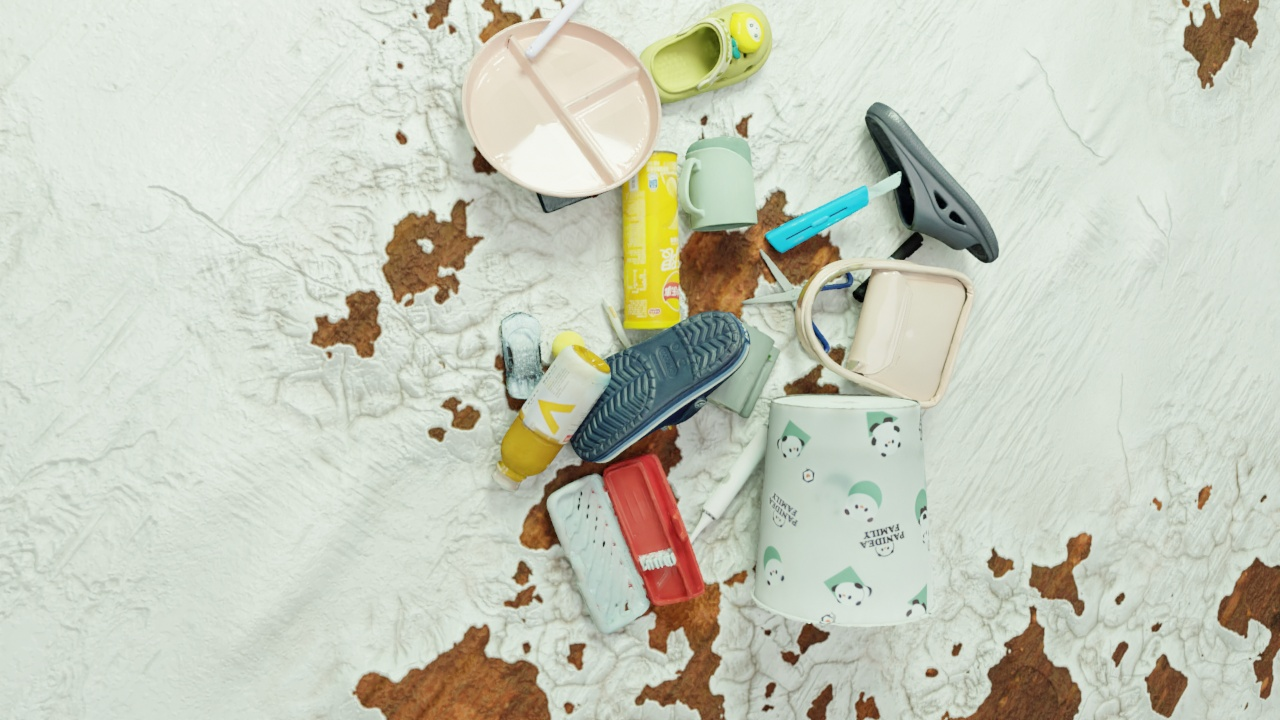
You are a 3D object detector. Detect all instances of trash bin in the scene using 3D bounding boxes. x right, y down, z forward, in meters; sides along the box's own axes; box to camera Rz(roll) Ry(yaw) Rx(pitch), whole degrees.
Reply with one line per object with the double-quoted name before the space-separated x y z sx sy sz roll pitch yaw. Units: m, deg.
"trash bin" 0.252 0.174 1.145 0.229 0.230 0.252 -2 94 -20

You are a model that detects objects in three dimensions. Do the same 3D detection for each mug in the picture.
"mug" 0.089 -0.216 1.127 0.111 0.082 0.106 -8 95 -42
"mug" 0.124 0.012 1.172 0.124 0.084 0.103 29 84 -45

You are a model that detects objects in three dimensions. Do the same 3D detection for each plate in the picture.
"plate" -0.090 -0.289 1.057 0.229 0.028 0.229 3 74 -12

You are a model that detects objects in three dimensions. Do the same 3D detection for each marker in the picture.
"marker" 0.343 -0.129 1.268 0.132 0.020 0.022 -43 126 -13

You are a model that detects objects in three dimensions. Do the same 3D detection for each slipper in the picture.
"slipper" 0.023 0.030 1.109 0.253 0.105 0.095 -36 148 12
"slipper" 0.374 -0.223 1.237 0.083 0.110 0.268 -40 101 8
"slipper" 0.088 -0.376 1.124 0.190 0.082 0.091 -28 105 -14

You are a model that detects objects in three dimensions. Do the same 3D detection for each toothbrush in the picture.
"toothbrush" -0.079 -0.418 1.071 0.188 0.029 0.021 -56 147 -19
"toothbrush" -0.007 0.007 1.151 0.018 0.016 0.191 -29 104 -7
"toothbrush" 0.107 0.177 1.200 0.026 0.027 0.221 39 81 -9

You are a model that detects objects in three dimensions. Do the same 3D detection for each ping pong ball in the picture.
"ping pong ball" -0.087 -0.015 1.106 0.040 0.040 0.040 -1 94 -20

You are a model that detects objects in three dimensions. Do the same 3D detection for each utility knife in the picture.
"utility knife" 0.254 -0.195 1.196 0.191 0.018 0.034 -28 110 6

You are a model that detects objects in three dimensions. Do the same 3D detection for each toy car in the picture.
"toy car" -0.139 -0.005 1.093 0.049 0.031 0.105 -9 96 -20

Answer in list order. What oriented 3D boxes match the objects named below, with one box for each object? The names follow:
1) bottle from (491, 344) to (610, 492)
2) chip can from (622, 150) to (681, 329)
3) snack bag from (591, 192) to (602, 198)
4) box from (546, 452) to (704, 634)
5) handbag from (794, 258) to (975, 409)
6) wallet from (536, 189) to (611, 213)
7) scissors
"bottle" -0.109 0.071 1.076 0.068 0.068 0.190 32 102 -19
"chip can" 0.012 -0.144 1.117 0.072 0.072 0.213 -3 95 -20
"snack bag" -0.068 -0.242 1.087 0.045 0.026 0.105 -40 106 -16
"box" -0.017 0.228 1.148 0.161 0.060 0.201 -21 102 -6
"handbag" 0.312 -0.049 1.217 0.234 0.093 0.193 12 93 -22
"wallet" -0.092 -0.248 1.100 0.097 0.019 0.121 -24 103 -18
"scissors" 0.216 -0.083 1.228 0.162 0.012 0.176 -31 103 -14
